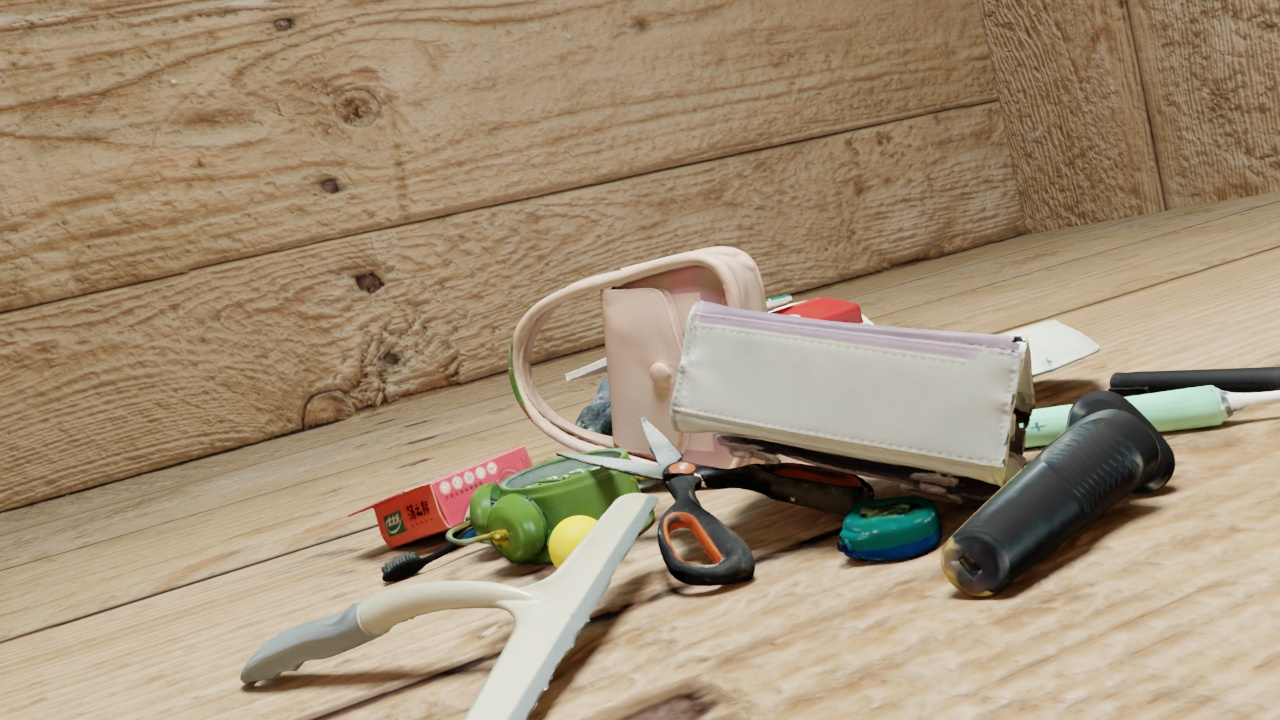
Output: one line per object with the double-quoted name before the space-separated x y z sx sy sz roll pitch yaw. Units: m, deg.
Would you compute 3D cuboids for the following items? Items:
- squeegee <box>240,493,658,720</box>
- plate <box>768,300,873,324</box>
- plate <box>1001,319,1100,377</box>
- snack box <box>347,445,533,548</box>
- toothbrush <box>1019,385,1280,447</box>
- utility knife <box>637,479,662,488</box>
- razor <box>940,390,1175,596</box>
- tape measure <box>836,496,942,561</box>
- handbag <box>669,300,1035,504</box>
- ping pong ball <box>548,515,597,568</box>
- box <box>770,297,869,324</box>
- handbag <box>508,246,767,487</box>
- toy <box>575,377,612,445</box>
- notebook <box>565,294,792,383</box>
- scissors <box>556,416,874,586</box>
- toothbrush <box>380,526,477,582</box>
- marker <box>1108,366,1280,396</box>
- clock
"squeegee" -0.138 0.145 0.505 0.247 0.039 0.245 -18 13 24
"plate" 0.204 -0.022 1.014 0.163 0.034 0.164 -16 45 -24
"plate" 0.252 0.015 0.796 0.266 0.034 0.161 -20 -3 24
"snack box" -0.172 0.125 0.809 0.126 0.044 0.113 -19 -4 -44
"toothbrush" 0.339 0.033 0.596 0.225 0.027 0.026 -11 -31 30
"utility knife" -0.038 0.117 0.786 0.209 0.018 0.034 -14 4 -16
"razor" 0.210 0.070 0.467 0.167 0.062 0.068 -24 -20 -34
"tape measure" 0.139 0.092 0.514 0.055 0.025 0.058 -13 6 25
"handbag" 0.136 0.027 0.576 0.197 0.098 0.144 9 -1 28
"ping pong ball" -0.040 0.121 0.597 0.040 0.040 0.040 -14 5 1
"box" 0.143 0.011 0.918 0.201 0.100 0.112 -18 17 -26
"handbag" -0.005 0.005 0.792 0.234 0.193 0.093 -1 9 21
"toy" 0.028 0.039 0.998 0.138 0.091 0.355 -21 -3 40
"notebook" 0.040 -0.022 0.971 0.210 0.012 0.150 -23 -5 39
"scissors" 0.041 0.082 0.606 0.221 0.022 0.230 0 21 9
"toothbrush" -0.119 0.131 0.739 0.189 0.014 0.016 -24 30 -24
"marker" 0.400 0.016 0.661 0.022 0.020 0.132 -34 12 -22
"clock" -0.067 0.112 0.691 0.161 0.056 0.116 -17 4 -23
